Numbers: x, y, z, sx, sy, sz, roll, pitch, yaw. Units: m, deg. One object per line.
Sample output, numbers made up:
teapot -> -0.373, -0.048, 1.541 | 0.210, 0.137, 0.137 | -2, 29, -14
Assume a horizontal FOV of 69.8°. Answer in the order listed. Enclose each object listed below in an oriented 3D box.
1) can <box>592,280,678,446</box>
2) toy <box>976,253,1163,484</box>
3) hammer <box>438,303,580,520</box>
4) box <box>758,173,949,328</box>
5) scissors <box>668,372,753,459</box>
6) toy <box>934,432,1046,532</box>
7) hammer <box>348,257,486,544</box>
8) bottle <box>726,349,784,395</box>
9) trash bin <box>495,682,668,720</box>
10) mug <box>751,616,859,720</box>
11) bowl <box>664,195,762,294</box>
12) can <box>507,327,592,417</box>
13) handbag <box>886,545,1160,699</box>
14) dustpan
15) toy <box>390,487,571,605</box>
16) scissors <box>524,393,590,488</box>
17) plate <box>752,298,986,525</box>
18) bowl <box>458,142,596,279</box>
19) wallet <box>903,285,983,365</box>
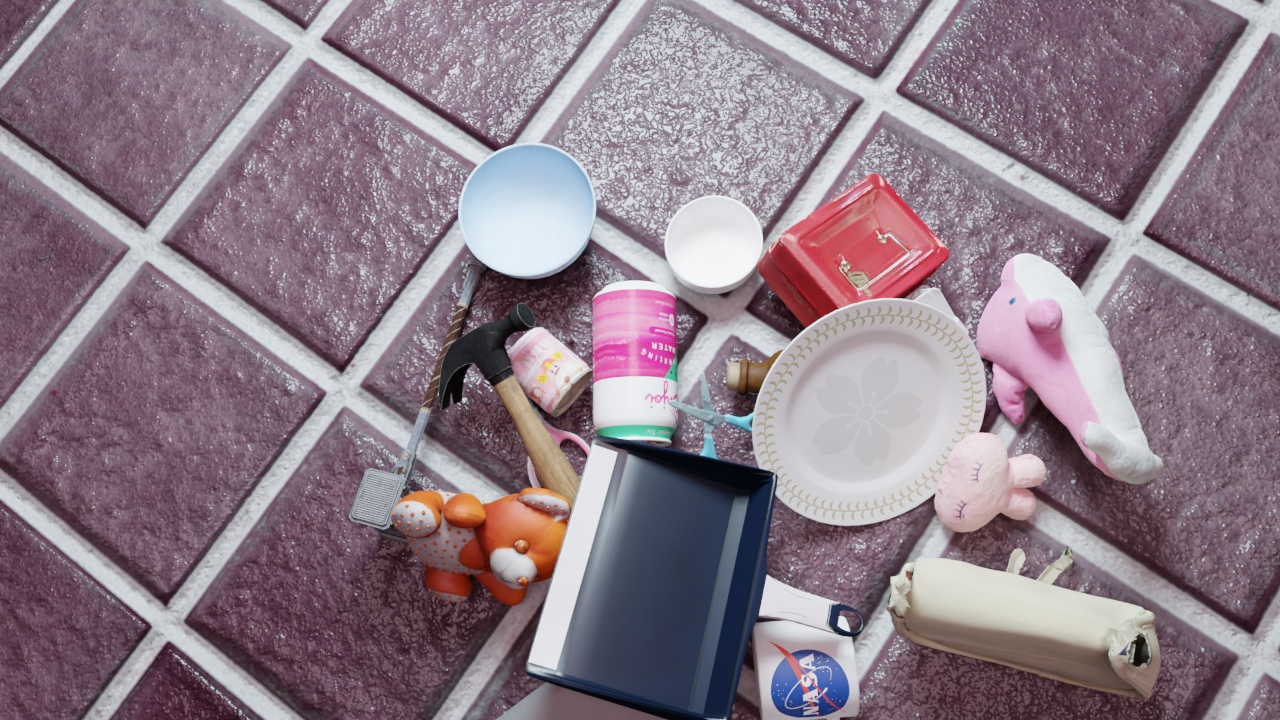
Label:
can -> -0.006, 0.006, 0.959 | 0.088, 0.088, 0.165 | -2, 78, 4
toy -> 0.408, 0.015, 0.911 | 0.128, 0.186, 0.265 | -40, 48, 33
hammer -> -0.099, 0.105, 0.942 | 0.132, 0.040, 0.305 | -29, 91, 25
box -> 0.222, -0.103, 0.946 | 0.158, 0.087, 0.129 | -34, 76, -21
scissors -> 0.090, 0.069, 0.948 | 0.125, 0.015, 0.136 | -18, 117, -18
toy -> 0.350, 0.124, 0.917 | 0.105, 0.053, 0.108 | 4, 108, -8
hammer -> -0.222, 0.029, 0.983 | 0.044, 0.098, 0.321 | 13, 71, 7
bottle -> 0.168, 0.022, 0.951 | 0.157, 0.068, 0.067 | 4, 78, 6
trash bin -> -0.044, 0.389, 0.877 | 0.220, 0.097, 0.192 | -36, 78, -2
mug -> 0.158, 0.311, 0.884 | 0.090, 0.091, 0.121 | -5, 97, 3
bowl -> 0.079, -0.121, 0.997 | 0.105, 0.054, 0.104 | -1, 78, 3
can -> -0.100, 0.012, 0.976 | 0.076, 0.067, 0.067 | 39, 84, 10
handbag -> 0.354, 0.221, 0.846 | 0.229, 0.184, 0.131 | 6, 75, 23
dustpan -> 0.064, 0.206, 0.839 | 0.273, 0.080, 0.235 | 20, 64, -9
toy -> -0.147, 0.182, 0.903 | 0.172, 0.164, 0.092 | -3, 40, 11
scissors -> -0.112, 0.073, 0.991 | 0.076, 0.017, 0.174 | -32, 79, 0
plate -> 0.225, 0.054, 0.905 | 0.242, 0.016, 0.243 | -4, 111, -10
bowl -> -0.118, -0.154, 1.009 | 0.150, 0.075, 0.150 | -1, 79, 4
wallet -> 0.297, -0.012, 0.943 | 0.086, 0.032, 0.116 | -42, 108, 2
